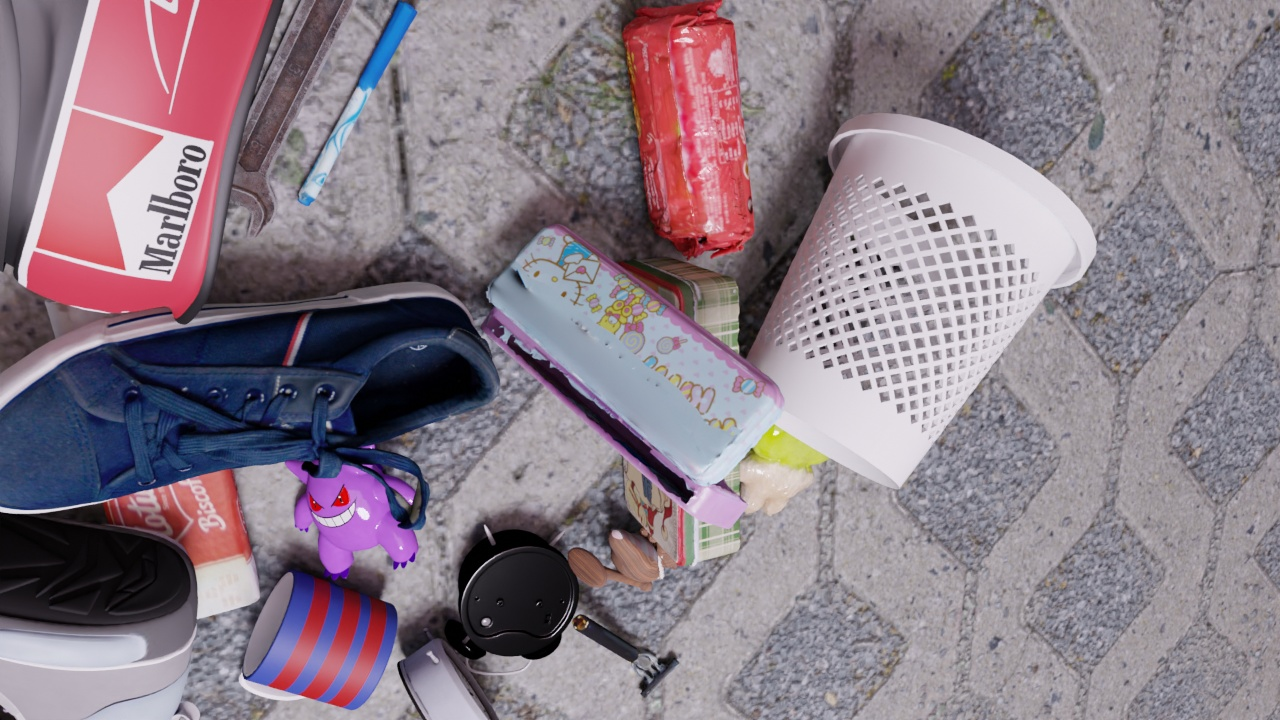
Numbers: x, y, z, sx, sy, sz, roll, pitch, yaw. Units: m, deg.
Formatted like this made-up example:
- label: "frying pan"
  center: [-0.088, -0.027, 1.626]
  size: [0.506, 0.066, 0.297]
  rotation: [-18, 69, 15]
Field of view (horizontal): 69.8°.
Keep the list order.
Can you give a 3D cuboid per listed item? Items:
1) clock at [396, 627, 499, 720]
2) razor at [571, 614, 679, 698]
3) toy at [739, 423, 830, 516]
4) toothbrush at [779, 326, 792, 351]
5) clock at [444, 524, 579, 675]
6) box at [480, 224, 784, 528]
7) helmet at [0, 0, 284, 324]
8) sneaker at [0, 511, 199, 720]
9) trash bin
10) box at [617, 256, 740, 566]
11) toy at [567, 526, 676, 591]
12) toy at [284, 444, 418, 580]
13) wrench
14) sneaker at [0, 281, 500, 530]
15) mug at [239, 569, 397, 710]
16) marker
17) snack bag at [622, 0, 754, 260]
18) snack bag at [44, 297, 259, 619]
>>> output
- label: "clock"
  center: [-0.129, 0.258, 0.669]
  size: [0.035, 0.095, 0.122]
  rotation: [-35, 98, -13]
- label: "razor"
  center: [-0.016, 0.231, 0.735]
  size: [0.042, 0.022, 0.144]
  rotation: [-45, 135, -6]
- label: "toy"
  center: [0.118, 0.074, 0.746]
  size: [0.092, 0.043, 0.118]
  rotation: [12, 107, -35]
- label: "toothbrush"
  center: [0.074, 0.052, 0.737]
  size: [0.015, 0.016, 0.186]
  rotation: [31, 92, -27]
- label: "clock"
  center: [-0.098, 0.184, 0.691]
  size: [0.091, 0.042, 0.121]
  rotation: [7, 102, -23]
- label: "box"
  center: [-0.003, 0.002, 0.581]
  size: [0.093, 0.214, 0.089]
  rotation: [-53, 150, 3]
- label: "helmet"
  center: [-0.296, -0.170, 0.424]
  size: [0.224, 0.198, 0.271]
  rotation: [15, 95, -34]
- label: "sneaker"
  center: [-0.394, 0.166, 0.540]
  size: [0.256, 0.093, 0.161]
  rotation: [11, 118, -6]
- label: "trash bin"
  center: [0.172, -0.030, 0.643]
  size: [0.195, 0.195, 0.199]
  rotation: [34, 86, -26]
- label: "box"
  center: [0.024, 0.033, 0.658]
  size: [0.049, 0.118, 0.206]
  rotation: [-9, 110, -24]
- label: "toy"
  center: [-0.007, 0.151, 0.703]
  size: [0.055, 0.041, 0.101]
  rotation: [-54, 145, 0]
- label: "toy"
  center: [-0.193, 0.094, 0.621]
  size: [0.106, 0.055, 0.088]
  rotation: [-13, 116, 19]
- label: "wrench"
  center: [-0.202, -0.197, 0.560]
  size: [0.070, 0.010, 0.273]
  rotation: [26, 94, -26]
- label: "sneaker"
  center: [-0.213, 0.037, 0.521]
  size: [0.293, 0.127, 0.121]
  rotation: [-15, 124, -29]
- label: "mug"
  center: [-0.229, 0.204, 0.636]
  size: [0.076, 0.074, 0.112]
  rotation: [29, 119, -26]
- label: "marker"
  center: [-0.179, -0.160, 0.578]
  size: [0.013, 0.013, 0.142]
  rotation: [28, 93, -26]
- label: "snack bag"
  center: [0.035, -0.153, 0.626]
  size: [0.082, 0.082, 0.176]
  rotation: [-15, 109, -17]
- label: "snack bag"
  center: [-0.302, 0.061, 0.579]
  size: [0.077, 0.041, 0.225]
  rotation: [-12, 107, -21]
